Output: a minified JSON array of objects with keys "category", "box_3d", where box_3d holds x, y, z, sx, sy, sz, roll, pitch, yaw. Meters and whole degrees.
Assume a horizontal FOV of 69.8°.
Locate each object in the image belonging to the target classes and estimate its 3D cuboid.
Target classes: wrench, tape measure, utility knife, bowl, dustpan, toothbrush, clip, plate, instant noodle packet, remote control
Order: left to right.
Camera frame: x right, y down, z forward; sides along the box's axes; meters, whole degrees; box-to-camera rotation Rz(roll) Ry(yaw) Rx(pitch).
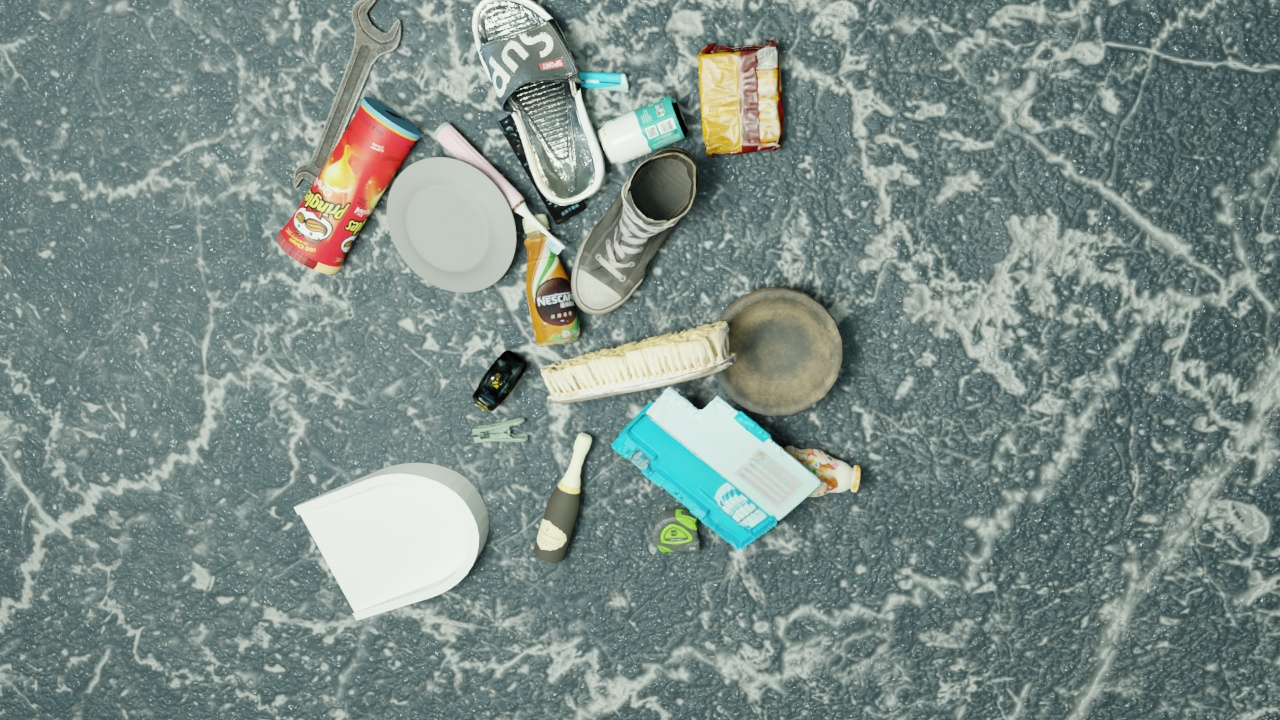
[{"category":"wrench","box_3d":[-0.378,-0.328,1.173,0.070,0.010,0.274,28,105,-1]},{"category":"dustpan","box_3d":[-0.341,0.250,1.286,0.258,0.053,0.191,-23,100,11]},{"category":"plate","box_3d":[-0.242,-0.167,1.158,0.178,0.012,0.179,8,119,14]},{"category":"clip","box_3d":[-0.191,0.098,1.250,0.075,0.023,0.037,-7,104,9]},{"category":"toothbrush","box_3d":[-0.175,-0.214,1.148,0.222,0.027,0.027,45,108,6]},{"category":"tape measure","box_3d":[-0.183,0.023,1.206,0.042,0.072,0.072,35,133,2]},{"category":"remote control","box_3d":[-0.123,-0.247,1.160,0.047,0.022,0.150,-28,97,12]},{"category":"utility knife","box_3d":[-0.084,-0.347,1.135,0.141,0.015,0.022,5,124,7]},{"category":"tape measure","box_3d":[0.048,0.231,1.250,0.065,0.035,0.059,-2,112,4]},{"category":"instant noodle packet","box_3d":[0.122,-0.316,1.107,0.098,0.039,0.135,-4,105,6]},{"category":"bowl","box_3d":[0.170,-0.016,1.158,0.162,0.070,0.162,1,104,6]}]

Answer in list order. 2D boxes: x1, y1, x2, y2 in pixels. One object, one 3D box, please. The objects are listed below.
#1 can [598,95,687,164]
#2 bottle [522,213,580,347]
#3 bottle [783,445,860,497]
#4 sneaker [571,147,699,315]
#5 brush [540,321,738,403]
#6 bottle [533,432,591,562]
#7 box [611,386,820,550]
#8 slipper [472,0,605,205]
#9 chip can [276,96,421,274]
[{"category":"can","box_3d":[0.003,-0.280,1.120,0.102,0.054,0.055,-20,101,11]},{"category":"bottle","box_3d":[-0.120,-0.103,1.176,0.059,0.059,0.167,-10,93,8]},{"category":"bottle","box_3d":[0.229,0.148,1.195,0.109,0.063,0.063,9,104,3]},{"category":"sneaker","box_3d":[-0.009,-0.153,1.112,0.095,0.119,0.235,39,100,-5]},{"category":"brush","box_3d":[-0.007,0.007,1.141,0.272,0.083,0.056,-12,101,31]},{"category":"bottle","box_3d":[-0.100,0.184,1.248,0.045,0.045,0.185,18,105,1]},{"category":"box","box_3d":[0.095,0.131,1.180,0.227,0.039,0.182,40,131,-3]},{"category":"slipper","box_3d":[-0.120,-0.317,1.104,0.111,0.063,0.264,-18,101,7]},{"category":"chip can","box_3d":[-0.368,-0.219,1.159,0.087,0.087,0.214,36,104,-3]}]
